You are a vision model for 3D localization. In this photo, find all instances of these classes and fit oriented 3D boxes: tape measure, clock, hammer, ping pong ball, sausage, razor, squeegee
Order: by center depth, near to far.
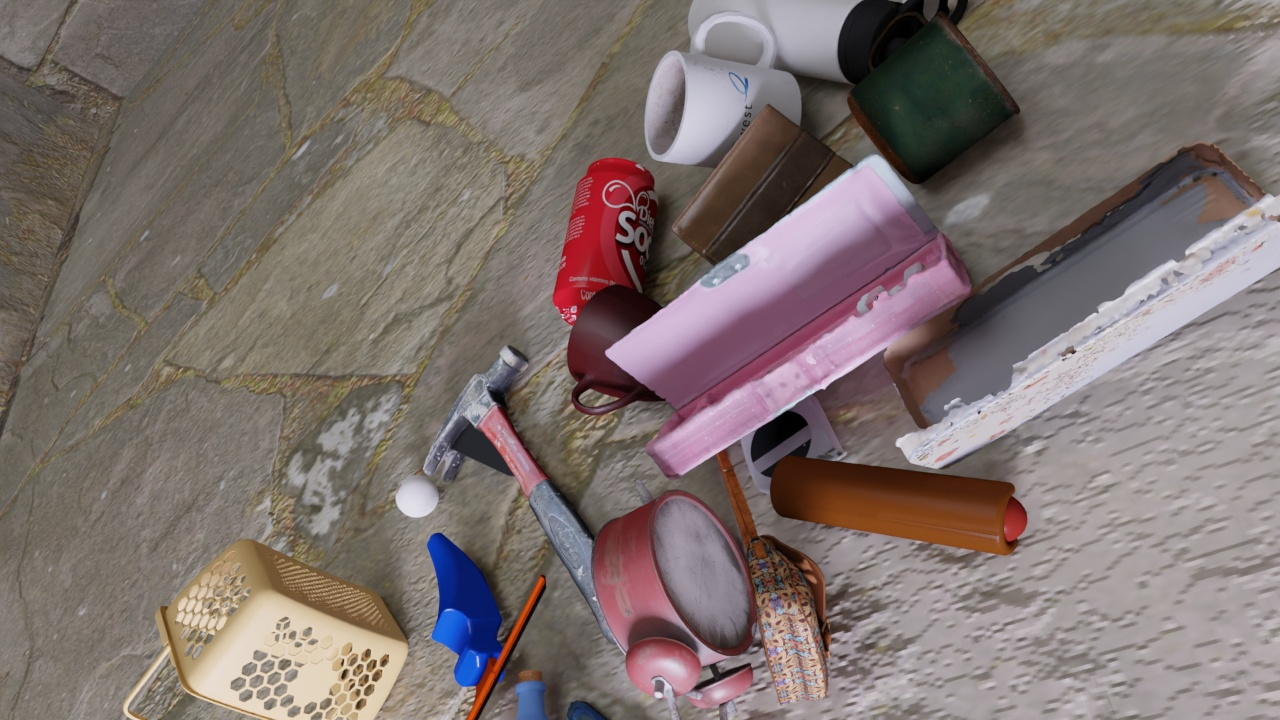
[{"bbox_3d":[0.147,0.084,0.543,0.156,0.040,0.040,3,70,40],"label":"sausage"},{"bbox_3d":[0.021,0.161,0.575,0.062,0.110,0.156,-32,48,26],"label":"clock"},{"bbox_3d":[-0.003,0.258,0.614,0.141,0.018,0.043,7,73,50],"label":"razor"},{"bbox_3d":[0.103,0.058,0.624,0.065,0.016,0.064,-39,45,22],"label":"tape measure"},{"bbox_3d":[-0.143,0.210,0.751,0.184,0.055,0.250,53,124,46],"label":"squeegee"},{"bbox_3d":[-0.089,0.118,0.768,0.140,0.036,0.326,-52,42,7],"label":"hammer"},{"bbox_3d":[-0.214,0.130,0.878,0.040,0.040,0.040,-23,53,34],"label":"ping pong ball"}]

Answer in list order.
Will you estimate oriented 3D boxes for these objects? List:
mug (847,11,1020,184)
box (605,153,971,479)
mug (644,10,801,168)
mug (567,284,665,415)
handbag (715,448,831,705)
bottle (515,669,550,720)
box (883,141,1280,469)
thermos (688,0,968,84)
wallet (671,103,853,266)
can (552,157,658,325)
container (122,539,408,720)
[{"bbox_3d":[0.189,-0.184,0.623,0.081,0.084,0.111,-38,61,25],"label":"mug"},{"bbox_3d":[0.085,-0.031,0.605,0.233,0.107,0.099,-35,6,24],"label":"box"},{"bbox_3d":[0.066,-0.212,0.722,0.083,0.096,0.120,-143,59,-64],"label":"mug"},{"bbox_3d":[-0.004,0.004,0.709,0.088,0.087,0.113,25,58,31],"label":"mug"},{"bbox_3d":[0.079,0.117,0.581,0.043,0.094,0.195,-16,35,1],"label":"handbag"},{"bbox_3d":[-0.076,0.285,0.646,0.048,0.048,0.131,-30,49,29],"label":"bottle"},{"bbox_3d":[0.228,-0.031,0.494,0.218,0.095,0.114,-38,42,23],"label":"box"},{"bbox_3d":[0.141,-0.279,0.748,0.101,0.068,0.230,-49,42,-7],"label":"thermos"},{"bbox_3d":[0.096,-0.114,0.684,0.098,0.027,0.121,38,98,3],"label":"wallet"},{"bbox_3d":[-0.029,-0.100,0.801,0.075,0.074,0.142,-10,61,41],"label":"can"},{"bbox_3d":[-0.320,0.269,0.798,0.167,0.183,0.129,-52,41,-4],"label":"container"}]
